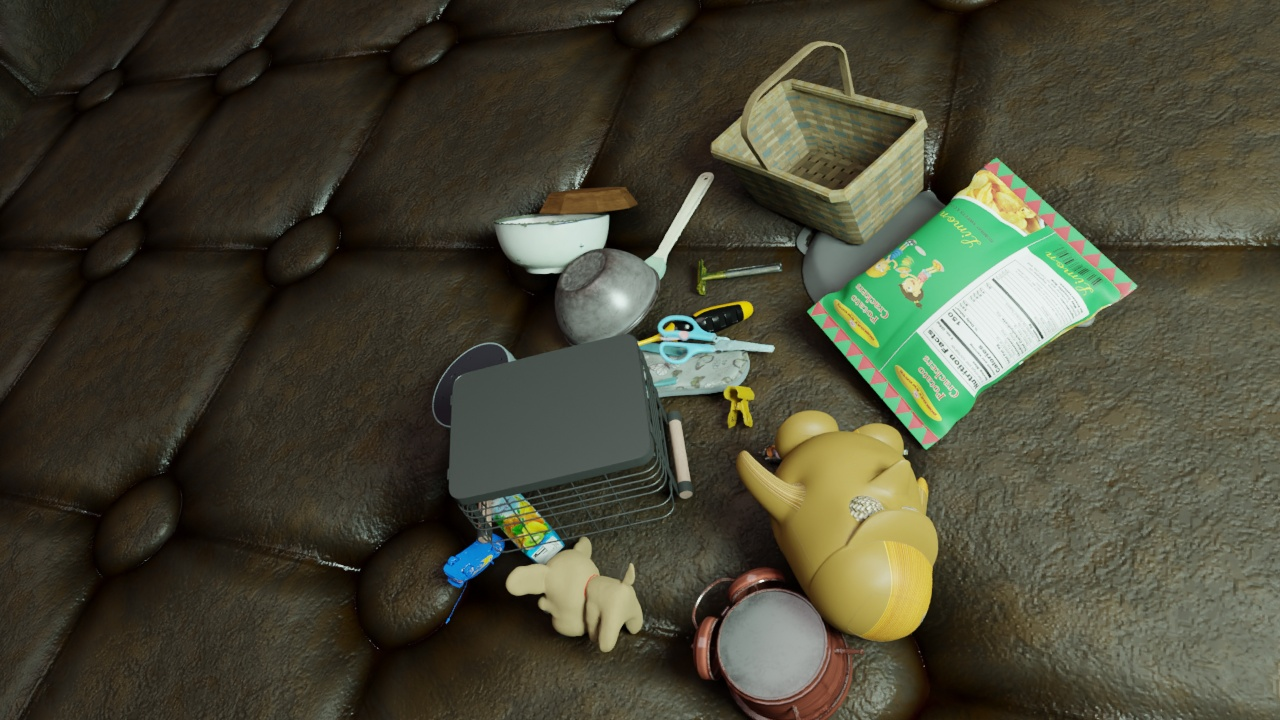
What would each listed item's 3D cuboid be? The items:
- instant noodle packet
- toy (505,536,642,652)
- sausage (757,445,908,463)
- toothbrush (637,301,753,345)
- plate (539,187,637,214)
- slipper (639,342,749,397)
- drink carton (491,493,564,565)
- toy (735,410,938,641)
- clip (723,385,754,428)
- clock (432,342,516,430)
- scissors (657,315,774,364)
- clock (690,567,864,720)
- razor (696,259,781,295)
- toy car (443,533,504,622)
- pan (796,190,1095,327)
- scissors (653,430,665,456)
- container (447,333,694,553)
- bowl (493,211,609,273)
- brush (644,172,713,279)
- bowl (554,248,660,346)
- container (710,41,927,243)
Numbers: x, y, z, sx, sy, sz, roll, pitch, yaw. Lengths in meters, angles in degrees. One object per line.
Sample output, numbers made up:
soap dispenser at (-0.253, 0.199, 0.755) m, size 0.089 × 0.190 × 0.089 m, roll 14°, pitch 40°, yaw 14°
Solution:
instant noodle packet at (0.329, -0.062, 0.941) m, size 0.253 × 0.090 × 0.195 m, roll -40°, pitch 64°, yaw 8°
toy at (-0.054, 0.237, 0.924) m, size 0.108 × 0.133 × 0.106 m, roll 15°, pitch 105°, yaw 31°
sausage at (0.197, 0.097, 0.951) m, size 0.155 × 0.020 × 0.020 m, roll -3°, pitch 55°, yaw 24°
toothbrush at (0.043, -0.034, 1.079) m, size 0.196 × 0.031 × 0.031 m, roll -18°, pitch 18°, yaw -13°
plate at (-0.071, -0.219, 1.250) m, size 0.131 × 0.025 × 0.131 m, roll -4°, pitch 14°, yaw 1°
slipper at (-0.006, 0.006, 1.086) m, size 0.269 × 0.055 × 0.098 m, roll -9°, pitch 40°, yaw 16°
drink carton at (-0.139, 0.178, 1.037) m, size 0.044 × 0.038 × 0.129 m, roll -44°, pitch 51°, yaw -9°
toy at (0.192, 0.148, 0.815) m, size 0.198 × 0.163 × 0.203 m, roll 11°, pitch 36°, yaw -13°
clip at (0.104, 0.052, 1.018) m, size 0.039 × 0.053 × 0.047 m, roll -2°, pitch 85°, yaw 25°
clock at (-0.191, 0.043, 1.140) m, size 0.159 × 0.045 × 0.122 m, roll 18°, pitch 70°, yaw 44°
scissors at (0.086, -0.017, 1.050) m, size 0.139 × 0.015 × 0.063 m, roll 7°, pitch 68°, yaw 9°
clock at (0.115, 0.260, 0.836) m, size 0.158 × 0.072 × 0.120 m, roll 31°, pitch 73°, yaw 37°
razor at (0.122, -0.109, 1.136) m, size 0.106 × 0.026 × 0.042 m, roll -6°, pitch 52°, yaw 16°
toy car at (-0.189, 0.244, 1.032) m, size 0.033 × 0.062 × 0.091 m, roll 18°, pitch 36°, yaw 34°
pan at (0.328, -0.105, 1.033) m, size 0.355 × 0.024 × 0.216 m, roll 25°, pitch 70°, yaw 36°
scissors at (-0.040, 0.088, 1.070) m, size 0.129 × 0.019 × 0.137 m, roll -28°, pitch 47°, yaw 5°
container at (-0.079, 0.093, 0.971) m, size 0.241 × 0.130 × 0.162 m, roll -14°, pitch 49°, yaw 7°
bowl at (-0.116, -0.158, 1.225) m, size 0.153 × 0.073 × 0.153 m, roll -3°, pitch 14°, yaw 1°
brush at (0.047, -0.173, 1.225) m, size 0.033 × 0.012 × 0.217 m, roll 14°, pitch 62°, yaw 32°
bowl at (-0.054, -0.090, 1.151) m, size 0.145 × 0.067 × 0.144 m, roll -24°, pitch 38°, yaw 20°
container at (0.201, -0.267, 1.082) m, size 0.157 × 0.186 × 0.250 m, roll -43°, pitch 40°, yaw -9°
